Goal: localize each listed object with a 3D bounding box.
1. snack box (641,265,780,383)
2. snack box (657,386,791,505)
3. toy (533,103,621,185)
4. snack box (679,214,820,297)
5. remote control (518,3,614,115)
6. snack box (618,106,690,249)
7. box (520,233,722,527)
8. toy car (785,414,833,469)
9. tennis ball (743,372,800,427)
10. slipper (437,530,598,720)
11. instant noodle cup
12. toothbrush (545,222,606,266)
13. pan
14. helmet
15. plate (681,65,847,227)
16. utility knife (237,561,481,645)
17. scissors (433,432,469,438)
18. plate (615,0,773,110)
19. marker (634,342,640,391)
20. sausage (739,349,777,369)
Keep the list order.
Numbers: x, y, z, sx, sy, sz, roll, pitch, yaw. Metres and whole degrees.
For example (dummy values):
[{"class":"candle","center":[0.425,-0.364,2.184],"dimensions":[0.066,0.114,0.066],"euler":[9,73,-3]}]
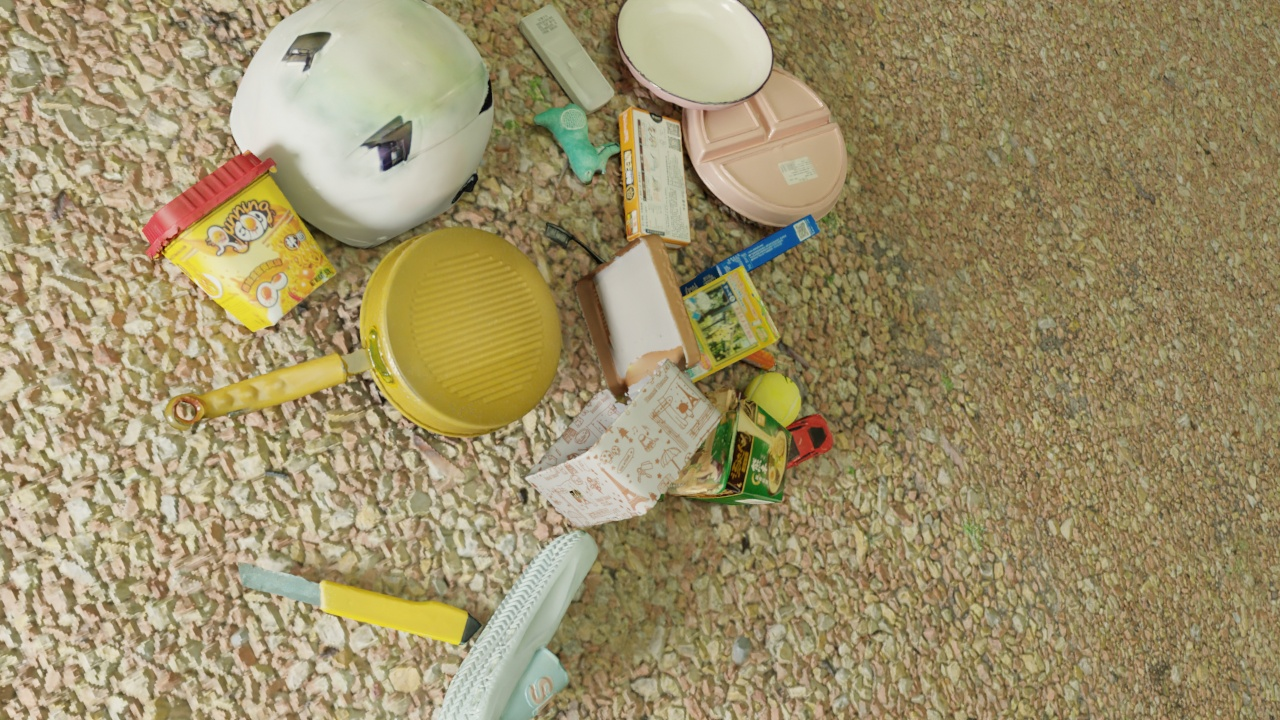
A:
[{"class":"snack box","center":[0.066,-0.030,0.973],"dimensions":[0.087,0.141,0.033],"euler":[61,23,-2]},{"class":"snack box","center":[0.094,0.104,0.970],"dimensions":[0.105,0.118,0.117],"euler":[25,67,-31]},{"class":"toy","center":[-0.065,-0.240,1.012],"dimensions":[0.096,0.030,0.092],"euler":[-30,97,-37]},{"class":"snack box","center":[0.124,-0.116,1.047],"dimensions":[0.156,0.085,0.026],"euler":[-30,93,-30]},{"class":"remote control","center":[-0.081,-0.337,1.028],"dimensions":[0.048,0.024,0.125],"euler":[-42,98,-29]},{"class":"snack box","center":[0.016,-0.205,1.039],"dimensions":[0.075,0.026,0.153],"euler":[5,76,-38]},{"class":"box","center":[-0.013,0.027,0.887],"dimensions":[0.136,0.180,0.269],"euler":[16,71,-22]},{"class":"toy car","center":[0.176,0.097,1.055],"dimensions":[0.106,0.031,0.049],"euler":[-18,85,-28]},{"class":"tennis ball","center":[0.147,0.046,1.031],"dimensions":[0.065,0.066,0.065],"euler":[7,75,-26]},{"class":"slipper","center":[-0.102,0.265,0.831],"dimensions":[0.074,0.104,0.244],"euler":[41,56,-15]},{"class":"instant noodle cup","center":[-0.340,-0.097,0.791],"dimensions":[0.116,0.116,0.123],"euler":[-48,113,-29]},{"class":"toothbrush","center":[-0.026,-0.095,1.005],"dimensions":[0.189,0.014,0.016],"euler":[33,73,-18]},{"class":"pan","center":[-0.228,-0.005,0.816],"dimensions":[0.356,0.078,0.197],"euler":[-20,93,-42]},{"class":"helmet","center":[-0.239,-0.247,0.853],"dimensions":[0.229,0.146,0.258],"euler":[49,61,-9]},{"class":"plate","center":[0.158,-0.270,1.119],"dimensions":[0.229,0.028,0.229],"euler":[9,67,-22]},{"class":"utility knife","center":[-0.245,0.214,0.813],"dimensions":[0.223,0.015,0.033],"euler":[23,69,-24]},{"class":"scissors","center":[-0.181,-0.015,0.905],"dimensions":[0.163,0.014,0.164],"euler":[-44,100,-27]},{"class":"plate","center":[0.061,-0.365,1.080],"dimensions":[0.192,0.039,0.192],"euler":[6,63,-12]},{"class":"marker","center":[-0.006,0.006,0.977],"dimensions":[0.017,0.017,0.145],"euler":[-19,95,-30]},{"class":"sausage","center":[0.088,-0.022,1.042],"dimensions":[0.165,0.021,0.021],"euler":[22,69,-22]}]
